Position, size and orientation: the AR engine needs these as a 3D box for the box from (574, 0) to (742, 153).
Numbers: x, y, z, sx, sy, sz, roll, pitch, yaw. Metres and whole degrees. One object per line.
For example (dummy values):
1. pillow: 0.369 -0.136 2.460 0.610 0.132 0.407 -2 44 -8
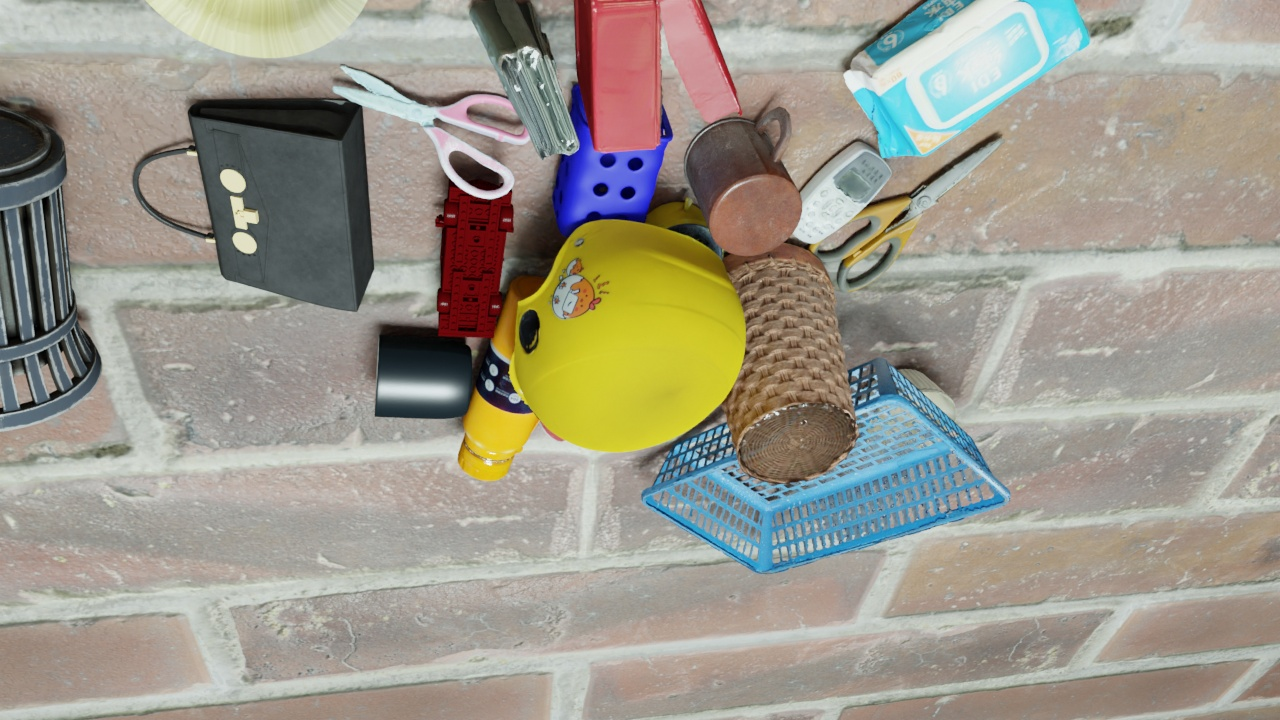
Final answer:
1. box: -0.008 -0.256 0.716 0.127 0.157 0.137 -18 132 9

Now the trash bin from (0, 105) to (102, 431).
1. trash bin: -0.543 -0.080 0.752 0.164 0.164 0.228 6 126 -18

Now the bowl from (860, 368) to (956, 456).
1. bowl: 0.324 0.060 1.141 0.115 0.062 0.115 -7 133 -7

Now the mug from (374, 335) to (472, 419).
1. mug: -0.233 0.025 0.976 0.094 0.085 0.122 4 159 -16

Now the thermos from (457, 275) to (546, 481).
1. thermos: -0.129 0.027 0.982 0.091 0.076 0.233 11 122 -21

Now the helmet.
1. helmet: -0.005 0.005 0.837 0.209 0.139 0.240 19 116 -33

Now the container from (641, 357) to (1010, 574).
1. container: 0.212 0.132 1.099 0.363 0.089 0.257 -27 131 36

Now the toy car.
1. toy car: -0.161 -0.103 0.881 0.070 0.061 0.170 2 131 -15

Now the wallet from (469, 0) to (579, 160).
1. wallet: -0.090 -0.229 0.736 0.054 0.131 0.100 -24 134 4

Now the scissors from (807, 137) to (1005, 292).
1. scissors: 0.289 -0.153 0.969 0.229 0.016 0.114 -33 129 18

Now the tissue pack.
1. tissue pack: 0.291 -0.276 0.829 0.210 0.066 0.117 -33 130 19

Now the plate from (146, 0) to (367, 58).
1. plate: -0.288 -0.318 0.673 0.184 0.036 0.185 -6 133 -7

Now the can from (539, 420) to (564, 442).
1. can: -0.068 0.049 1.047 0.097 0.054 0.054 -39 128 22

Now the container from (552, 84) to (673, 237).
1. container: -0.029 -0.175 0.831 0.084 0.085 0.114 4 132 -16

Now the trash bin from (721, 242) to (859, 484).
1. trash bin: 0.144 0.002 0.937 0.151 0.209 0.151 -4 136 -4

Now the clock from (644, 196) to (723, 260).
1. clock: 0.029 -0.106 0.925 0.083 0.057 0.119 29 119 -34

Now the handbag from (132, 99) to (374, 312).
1. handbag: -0.348 -0.144 0.814 0.195 0.072 0.176 6 131 -4

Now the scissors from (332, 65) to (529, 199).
1. scissors: -0.185 -0.195 0.788 0.178 0.016 0.101 13 84 -19

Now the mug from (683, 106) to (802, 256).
1. mug: 0.103 -0.173 0.850 0.096 0.110 0.123 13 128 -30

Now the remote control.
1. remote control: 0.197 -0.168 0.928 0.060 0.028 0.114 30 119 -34
